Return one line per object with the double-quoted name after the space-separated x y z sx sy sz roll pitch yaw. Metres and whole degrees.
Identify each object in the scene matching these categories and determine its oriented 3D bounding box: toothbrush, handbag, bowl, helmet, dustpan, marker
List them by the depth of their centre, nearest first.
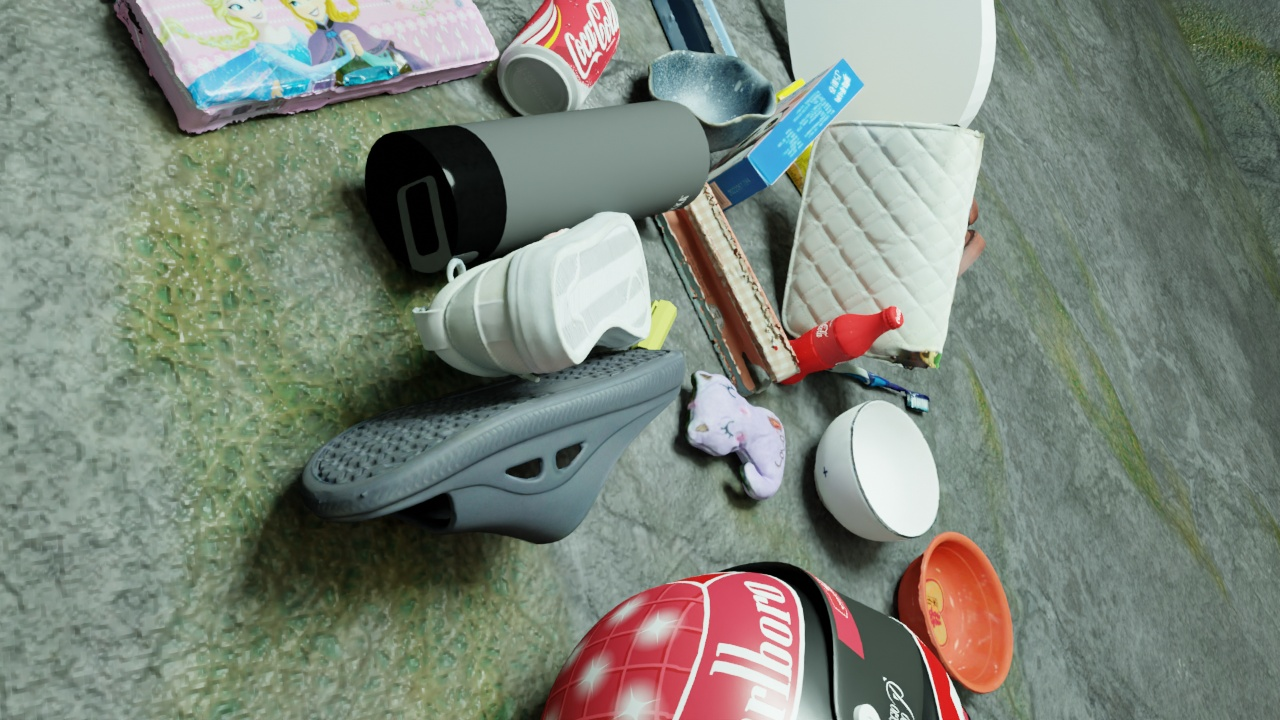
0.056 0.217 0.478 0.224 0.198 0.270 46 38 -17 "helmet"
-0.004 0.004 0.647 0.021 0.018 0.123 42 49 -20 "marker"
0.184 0.094 0.746 0.113 0.063 0.113 19 60 -35 "bowl"
0.053 -0.207 0.757 0.110 0.055 0.110 7 46 -7 "bowl"
0.202 -0.097 0.760 0.072 0.139 0.195 0 103 -46 "handbag"
0.257 0.213 0.770 0.130 0.045 0.130 19 59 -36 "bowl"
0.207 0.020 0.836 0.188 0.016 0.017 19 69 -36 "toothbrush"
0.241 -0.321 0.883 0.053 0.192 0.258 -30 117 -46 "dustpan"

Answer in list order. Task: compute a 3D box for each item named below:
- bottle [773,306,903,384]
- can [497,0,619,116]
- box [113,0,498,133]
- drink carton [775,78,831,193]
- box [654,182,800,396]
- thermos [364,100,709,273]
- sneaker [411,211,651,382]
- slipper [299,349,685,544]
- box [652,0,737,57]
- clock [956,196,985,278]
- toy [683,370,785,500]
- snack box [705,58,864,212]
0.154 -0.014 0.727 0.036 0.119 0.036 20 59 -36 "bottle"
-0.057 -0.225 0.670 0.064 0.064 0.104 41 48 -21 "can"
-0.207 -0.234 0.558 0.229 0.035 0.159 -33 95 -47 "box"
0.167 -0.198 0.878 0.134 0.043 0.058 54 46 -9 "drink carton"
0.059 -0.061 0.730 0.188 0.064 0.056 64 8 5 "box"
-0.057 -0.122 0.609 0.239 0.082 0.082 -23 88 -46 "thermos"
-0.056 -0.039 0.553 0.241 0.091 0.089 -36 119 -73 "sneaker"
-0.067 0.054 0.518 0.267 0.111 0.083 -21 106 -51 "slipper"
0.059 -0.313 0.823 0.068 0.059 0.210 -16 83 -48 "box"
0.260 -0.110 0.872 0.072 0.121 0.157 48 54 -4 "clock"
0.072 0.057 0.679 0.099 0.037 0.080 31 52 -31 "toy"
0.114 -0.185 0.766 0.033 0.088 0.153 49 61 -12 "snack box"
